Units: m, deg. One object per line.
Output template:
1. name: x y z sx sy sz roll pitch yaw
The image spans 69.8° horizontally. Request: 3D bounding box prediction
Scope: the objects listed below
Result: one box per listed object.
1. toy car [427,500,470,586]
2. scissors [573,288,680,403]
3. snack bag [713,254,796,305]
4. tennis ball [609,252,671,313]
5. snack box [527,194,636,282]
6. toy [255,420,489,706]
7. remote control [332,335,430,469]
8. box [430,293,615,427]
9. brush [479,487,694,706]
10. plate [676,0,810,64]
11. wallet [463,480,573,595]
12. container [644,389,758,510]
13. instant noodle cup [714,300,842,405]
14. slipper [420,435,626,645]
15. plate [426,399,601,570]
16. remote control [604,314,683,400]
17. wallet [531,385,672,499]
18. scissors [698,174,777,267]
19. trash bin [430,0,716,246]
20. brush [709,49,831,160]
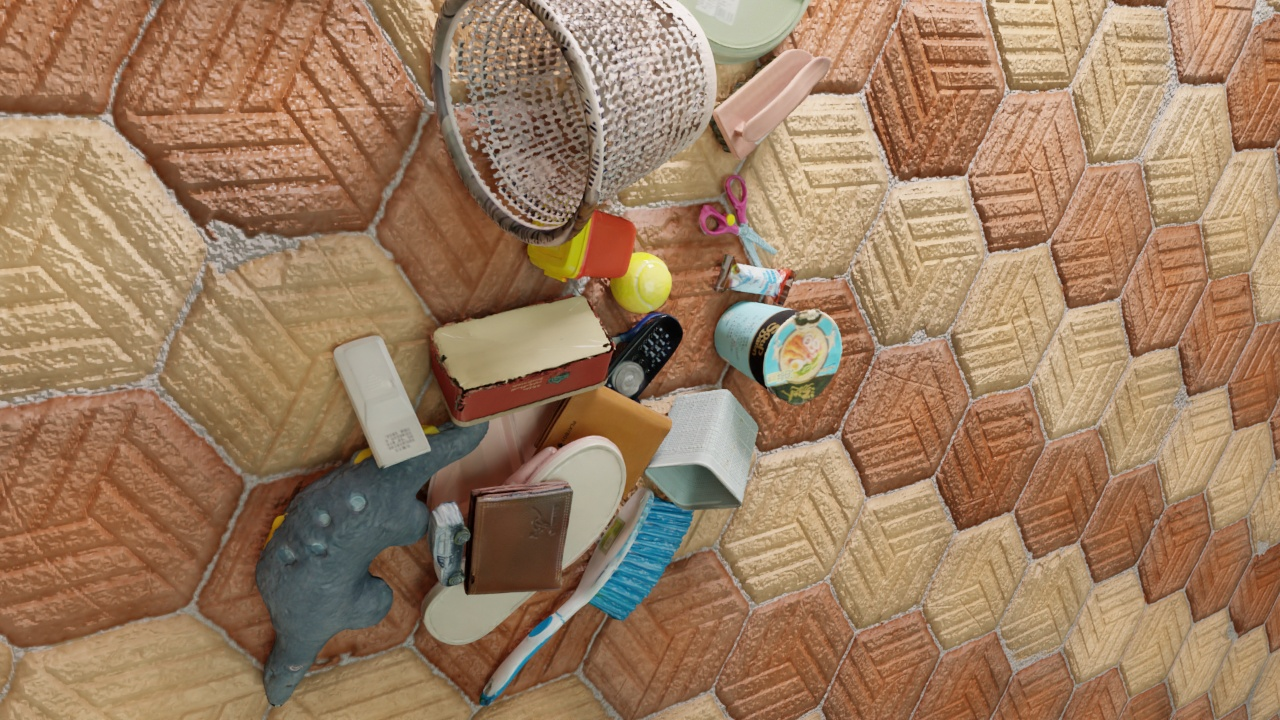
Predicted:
1. toy car: -0.188 0.180 0.891 0.034 0.043 0.091 -7 125 -29
2. scissors: -0.028 -0.011 1.015 0.175 0.012 0.162 -17 113 -25
3. snack bag: 0.135 -0.094 1.079 0.104 0.026 0.048 9 106 -34
4. tennis ball: 0.000 -0.082 0.976 0.065 0.065 0.065 -10 110 -29
5. snack box: -0.057 -0.118 0.917 0.080 0.091 0.082 6 103 -41
6. toy: -0.283 0.180 0.871 0.137 0.091 0.356 31 93 -46
7. remote control: -0.240 0.037 0.848 0.049 0.024 0.125 -21 78 -26
8. box: -0.116 -0.009 0.898 0.168 0.091 0.077 -16 148 -25
9. brush: -0.062 0.281 1.067 0.109 0.060 0.314 33 89 -30
10. plate: 0.101 -0.427 0.952 0.229 0.027 0.230 -10 110 -28
11. wallet: -0.120 0.178 0.904 0.101 0.032 0.125 -2 115 -24
12. container: 0.075 0.100 1.050 0.090 0.090 0.111 49 48 -33
13. instant noodle cup: 0.150 -0.019 1.057 0.111 0.120 0.111 -11 112 -28
14. slipper: -0.123 0.183 0.956 0.274 0.054 0.114 -48 122 4
15. plate: -0.124 0.136 0.993 0.229 0.028 0.230 -10 110 -30
16. remote control: -0.006 0.006 1.010 0.136 0.024 0.053 -50 124 -9
17. wallet: -0.042 0.084 0.985 0.131 0.031 0.108 28 97 -32
18. scissors: 0.123 -0.159 1.061 0.137 0.017 0.093 25 90 -40
19. trash bin: -0.046 -0.239 0.824 0.191 0.228 0.228 -29 119 -36
20. brush: 0.143 -0.285 0.997 0.145 0.073 0.063 -43 122 -15
